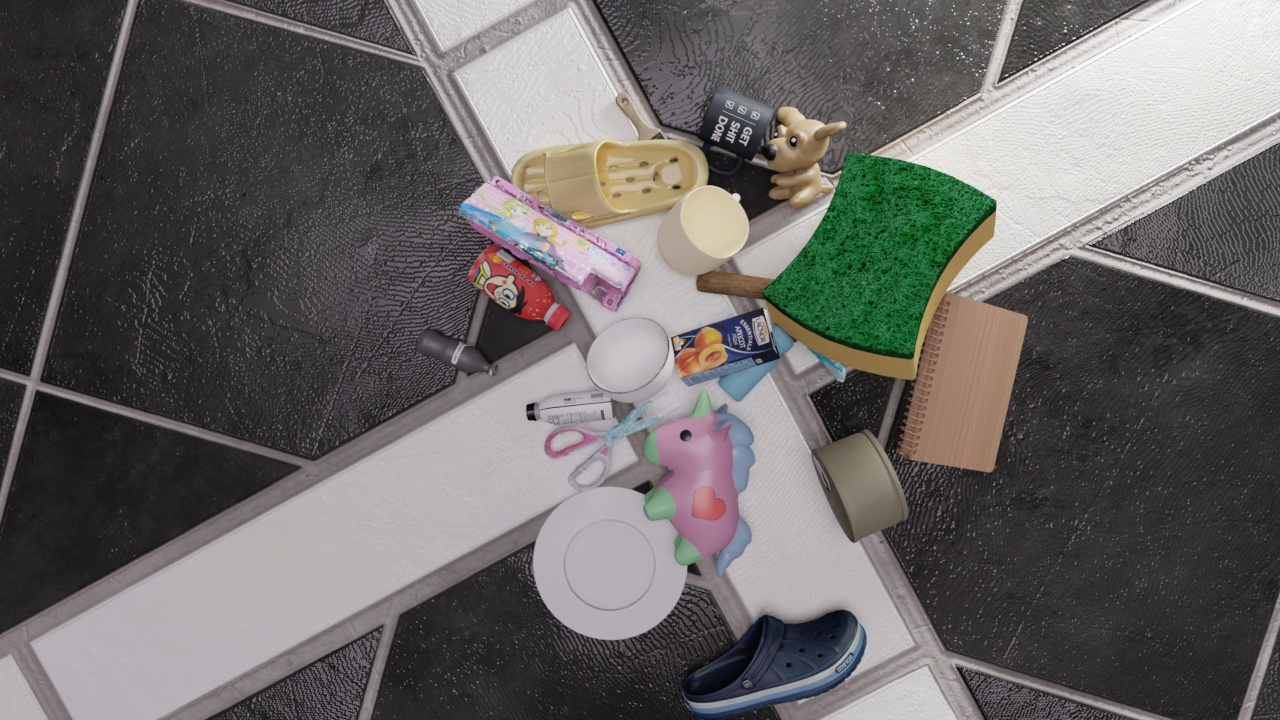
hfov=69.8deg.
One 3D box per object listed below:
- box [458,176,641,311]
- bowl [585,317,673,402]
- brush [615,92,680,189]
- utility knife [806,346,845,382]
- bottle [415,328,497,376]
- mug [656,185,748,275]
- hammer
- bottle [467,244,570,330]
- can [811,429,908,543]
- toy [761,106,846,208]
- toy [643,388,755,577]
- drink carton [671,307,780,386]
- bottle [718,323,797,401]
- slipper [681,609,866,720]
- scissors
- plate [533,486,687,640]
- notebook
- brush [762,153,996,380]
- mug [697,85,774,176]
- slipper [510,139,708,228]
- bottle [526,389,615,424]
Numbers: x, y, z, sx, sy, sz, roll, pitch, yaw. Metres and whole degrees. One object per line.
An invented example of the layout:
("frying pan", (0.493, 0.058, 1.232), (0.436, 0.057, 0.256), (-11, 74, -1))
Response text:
("box", (-0.124, -0.132, 1.167), (0.230, 0.105, 0.087), (30, 134, 0))
("bowl", (-0.007, 0.007, 1.189), (0.113, 0.063, 0.113), (-11, 56, 16))
("brush", (0.014, -0.291, 1.216), (0.039, 0.012, 0.151), (-36, 89, 4))
("utility knife", (0.226, -0.016, 1.194), (0.124, 0.015, 0.022), (43, 51, -22))
("bottle", (-0.243, -0.007, 1.221), (0.110, 0.036, 0.036), (23, 92, 1))
("mug", (0.079, -0.167, 1.176), (0.096, 0.100, 0.120), (45, 64, -7))
("hammer", (0.232, -0.083, 1.193), (0.322, 0.040, 0.129), (8, 73, 7))
("bottle", (-0.155, -0.090, 1.203), (0.137, 0.062, 0.062), (36, 92, 2))
("can", (0.277, 0.158, 1.164), (0.073, 0.128, 0.128), (-23, 91, 0))
("toy", (0.205, -0.257, 1.176), (0.105, 0.134, 0.108), (-17, 119, -19))
("toy", (0.088, 0.163, 1.185), (0.171, 0.120, 0.222), (-33, 96, 7))
("drink carton", (0.110, -0.016, 1.183), (0.130, 0.040, 0.064), (-17, 67, 16))
("bottle", (0.159, -0.004, 1.206), (0.040, 0.040, 0.130), (44, 92, 0))
("slipper", (0.167, 0.384, 1.184), (0.253, 0.105, 0.095), (-24, 98, 5))
("scissors", (-0.035, 0.115, 1.204), (0.179, 0.016, 0.105), (-23, 102, 18))
("plate", (-0.041, 0.275, 1.233), (0.208, 0.015, 0.208), (0, 92, 2))
("notebook", (0.409, 0.030, 1.166), (0.169, 0.022, 0.210), (11, 92, -30))
("brush", (0.290, -0.118, 1.116), (0.195, 0.075, 0.250), (26, 76, 27))
("mug", (0.117, -0.291, 1.190), (0.077, 0.071, 0.105), (23, 119, 1))
("slipper", (-0.043, -0.229, 1.181), (0.261, 0.079, 0.111), (-6, 99, 5))
("bottle", (-0.093, 0.063, 1.216), (0.116, 0.041, 0.041), (-6, 91, 2))
